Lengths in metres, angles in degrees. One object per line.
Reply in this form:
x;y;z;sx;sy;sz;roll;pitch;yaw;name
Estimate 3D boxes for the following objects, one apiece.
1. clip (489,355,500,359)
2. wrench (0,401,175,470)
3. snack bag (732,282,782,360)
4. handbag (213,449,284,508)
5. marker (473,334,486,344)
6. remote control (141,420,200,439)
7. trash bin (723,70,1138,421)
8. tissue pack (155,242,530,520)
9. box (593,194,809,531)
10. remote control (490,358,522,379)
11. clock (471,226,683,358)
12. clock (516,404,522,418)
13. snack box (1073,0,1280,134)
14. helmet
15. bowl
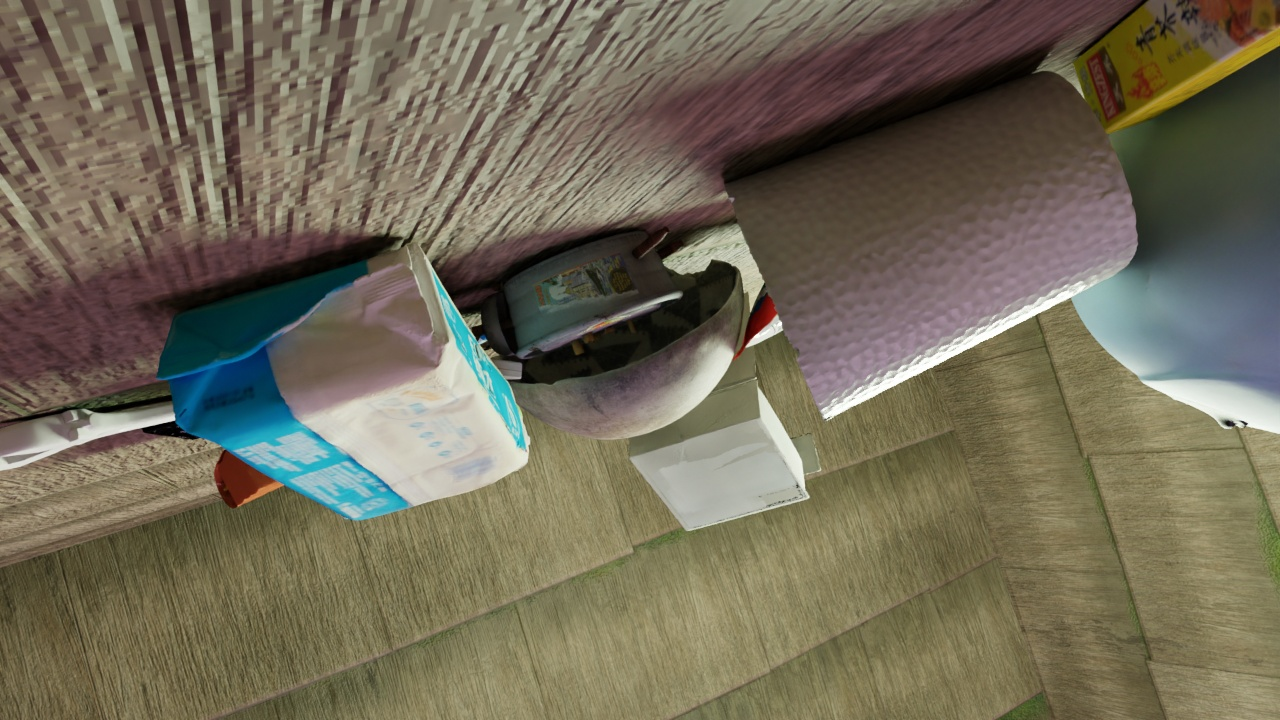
-0.153;0.048;0.853;0.144;0.075;0.124;-49;-174;17;clip
-0.286;0.029;0.604;0.066;0.018;0.272;-19;178;38;wrench
0.111;-0.058;0.629;0.144;0.039;0.130;-54;176;1;snack bag
-0.270;0.060;0.787;0.171;0.060;0.109;-27;176;-38;handbag
-0.153;-0.008;0.770;0.013;0.013;0.142;-16;177;-31;marker
-0.353;0.053;0.717;0.030;0.009;0.140;-17;177;-14;remote control
0.141;-0.061;0.460;0.161;0.133;0.133;-23;177;10;trash bin
-0.128;0.024;0.454;0.117;0.066;0.209;-18;155;-1;tissue pack
0.068;0.003;1.131;0.168;0.379;0.171;-18;161;19;box
-0.137;0.000;0.515;0.135;0.011;0.050;8;172;-38;remote control
-0.042;-0.031;0.542;0.148;0.056;0.104;-20;179;9;clock
-0.123;0.021;0.606;0.043;0.119;0.094;-40;174;12;clock
0.227;-0.134;0.377;0.029;0.040;0.148;-18;178;1;snack box
0.325;-0.083;0.490;0.167;0.225;0.265;19;176;2;helmet
-0.004;0.004;0.632;0.178;0.081;0.178;-20;-161;7;bowl
